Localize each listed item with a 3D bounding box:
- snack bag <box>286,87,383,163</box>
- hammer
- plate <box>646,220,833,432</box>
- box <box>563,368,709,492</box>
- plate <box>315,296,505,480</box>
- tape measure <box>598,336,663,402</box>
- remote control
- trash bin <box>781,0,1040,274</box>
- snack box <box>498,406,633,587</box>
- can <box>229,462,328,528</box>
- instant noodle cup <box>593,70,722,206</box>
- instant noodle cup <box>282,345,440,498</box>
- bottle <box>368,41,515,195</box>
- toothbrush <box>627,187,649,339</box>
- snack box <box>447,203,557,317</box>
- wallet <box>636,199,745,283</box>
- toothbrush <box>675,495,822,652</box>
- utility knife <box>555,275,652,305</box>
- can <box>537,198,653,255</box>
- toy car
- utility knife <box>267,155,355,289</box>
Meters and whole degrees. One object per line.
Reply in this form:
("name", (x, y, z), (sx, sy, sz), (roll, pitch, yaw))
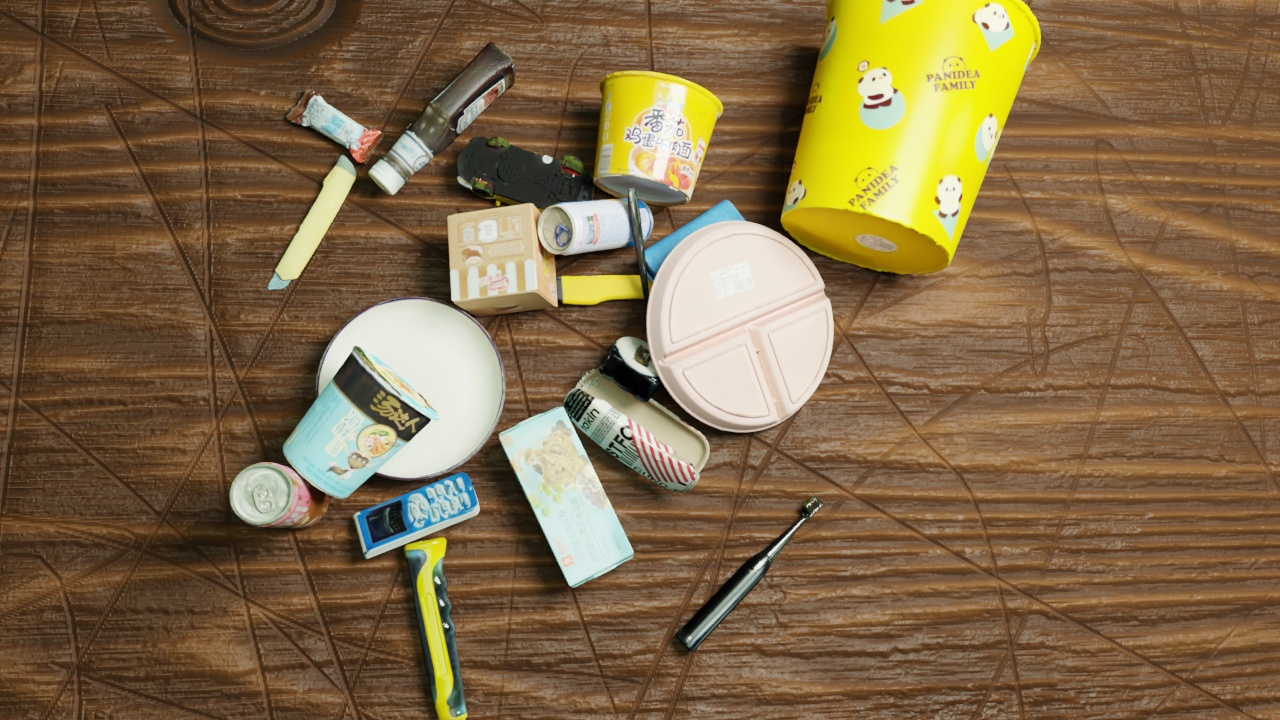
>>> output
("snack bag", (-0.336, -0.259, 1.013), (0.105, 0.026, 0.045), (32, 86, 2))
("hammer", (-0.192, 0.341, 0.913), (0.126, 0.032, 0.323), (-12, 81, -9))
("plate", (0.115, -0.037, 0.981), (0.229, 0.028, 0.229), (1, 87, -24))
("box", (-0.001, 0.069, 0.972), (0.163, 0.076, 0.087), (32, 51, 2))
("plate", (-0.238, 0.030, 0.963), (0.192, 0.039, 0.192), (1, 79, -6))
("tape measure", (-0.006, 0.006, 0.977), (0.066, 0.065, 0.034), (34, 120, -4))
("remote control", (-0.229, 0.159, 0.942), (0.125, 0.024, 0.049), (-20, 56, -10))
("trash bin", (0.275, -0.244, 0.983), (0.229, 0.230, 0.255), (19, 83, -2))
("snack box", (-0.078, 0.141, 0.952), (0.074, 0.052, 0.175), (-26, 83, -11))
("can", (-0.342, 0.131, 0.877), (0.058, 0.147, 0.058), (1, 79, -7))
("instant noodle cup", (0.012, -0.235, 0.997), (0.138, 0.138, 0.109), (11, 86, -4))
("instant noodle cup", (-0.274, 0.065, 0.884), (0.111, 0.111, 0.120), (41, 86, 2))
("bottle", (-0.215, -0.260, 0.999), (0.044, 0.080, 0.194), (43, 80, -3))
("toothbrush", (0.005, -0.095, 0.985), (0.015, 0.018, 0.181), (-25, 112, -44))
("snack box", (-0.144, -0.103, 0.968), (0.093, 0.077, 0.094), (-7, 79, 10))
("wallet", (0.077, -0.108, 1.017), (0.132, 0.040, 0.106), (-34, 81, -19))
("toothbrush", (0.119, 0.222, 0.971), (0.212, 0.026, 0.027), (-44, 125, -12))
("utility knife", (0.000, -0.079, 1.020), (0.209, 0.015, 0.033), (-2, 81, -11))
("can", (-0.046, -0.143, 0.970), (0.134, 0.053, 0.053), (-17, 79, -52))
("toy car", (-0.126, -0.201, 1.016), (0.156, 0.041, 0.071), (16, 78, -4))
("utility knife", (-0.355, -0.147, 0.995), (0.031, 0.018, 0.167), (27, 76, 4))
